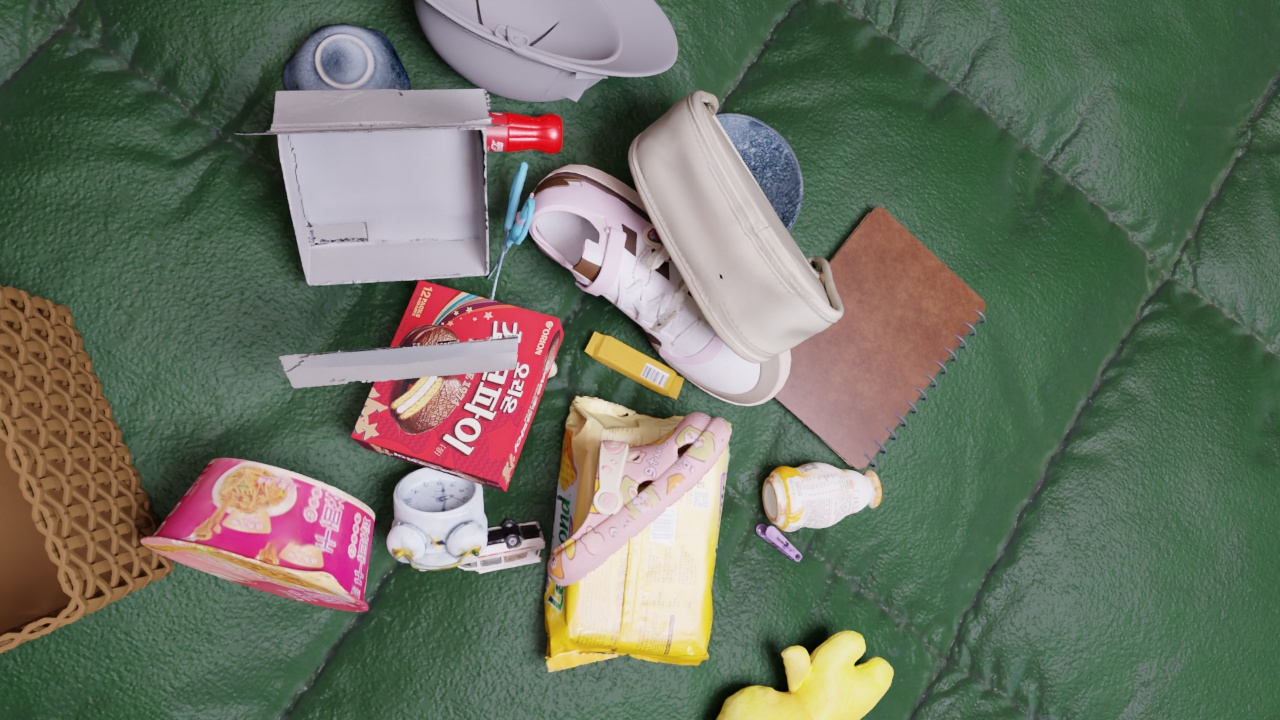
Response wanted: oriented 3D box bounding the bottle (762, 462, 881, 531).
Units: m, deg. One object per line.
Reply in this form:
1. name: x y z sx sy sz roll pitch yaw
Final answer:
1. bottle: 0.175 0.129 0.883 0.108 0.063 0.063 -5 86 -13

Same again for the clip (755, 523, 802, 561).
1. clip: 0.136 0.177 0.891 0.051 0.032 0.013 41 77 -8

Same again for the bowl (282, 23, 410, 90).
1. bowl: -0.265 -0.258 0.825 0.110 0.055 0.110 1 86 -13

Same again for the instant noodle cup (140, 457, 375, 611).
1. instant noodle cup: -0.292 0.138 0.737 0.178 0.179 0.077 20 64 -10

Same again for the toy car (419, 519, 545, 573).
1. toy car: -0.143 0.173 0.827 0.113 0.039 0.039 -10 109 -12

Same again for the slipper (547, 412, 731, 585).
1. slipper: -0.011 0.102 0.765 0.197 0.093 0.081 -41 84 -12

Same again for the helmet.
1. helmet: -0.111 -0.294 0.836 0.271 0.118 0.183 18 51 -16

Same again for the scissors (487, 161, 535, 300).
1. scissors: -0.116 -0.123 0.817 0.015 0.135 0.129 16 59 -24

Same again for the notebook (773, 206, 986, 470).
1. notebook: 0.232 -0.020 0.929 0.167 0.024 0.225 41 79 -5

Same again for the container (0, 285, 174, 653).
1. container: -0.517 0.095 0.659 0.219 0.214 0.251 -23 90 -13

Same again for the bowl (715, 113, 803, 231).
1. bowl: 0.084 -0.164 0.891 0.137 0.057 0.137 1 85 -12

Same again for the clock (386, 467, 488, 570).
1. clock: -0.171 0.140 0.780 0.083 0.117 0.057 -1 119 -11

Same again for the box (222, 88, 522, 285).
1. box: -0.187 -0.130 0.685 0.167 0.330 0.165 -5 99 -12

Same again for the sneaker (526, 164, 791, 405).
1. sneaker: 0.015 -0.057 0.818 0.294 0.116 0.112 44 116 -6

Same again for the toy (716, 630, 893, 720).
1. toy: 0.146 0.342 0.846 0.134 0.092 0.207 46 76 -8

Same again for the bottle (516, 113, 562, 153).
1. bottle: -0.134 -0.214 0.859 0.119 0.036 0.036 -1 85 -12

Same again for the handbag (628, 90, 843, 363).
1. handbag: 0.066 -0.110 0.786 0.132 0.183 0.229 -32 93 26

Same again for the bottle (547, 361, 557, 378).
1. bottle: -0.127 0.031 0.837 0.109 0.044 0.044 -44 95 -12

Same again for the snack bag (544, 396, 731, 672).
1. snack bag: 0.001 0.162 0.841 0.159 0.068 0.247 7 84 -13

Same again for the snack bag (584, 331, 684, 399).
1. snack bag: -0.005 0.005 0.877 0.099 0.020 0.026 27 75 -8

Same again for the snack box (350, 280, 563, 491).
1. snack box: -0.156 0.020 0.800 0.133 0.036 0.151 16 71 9
